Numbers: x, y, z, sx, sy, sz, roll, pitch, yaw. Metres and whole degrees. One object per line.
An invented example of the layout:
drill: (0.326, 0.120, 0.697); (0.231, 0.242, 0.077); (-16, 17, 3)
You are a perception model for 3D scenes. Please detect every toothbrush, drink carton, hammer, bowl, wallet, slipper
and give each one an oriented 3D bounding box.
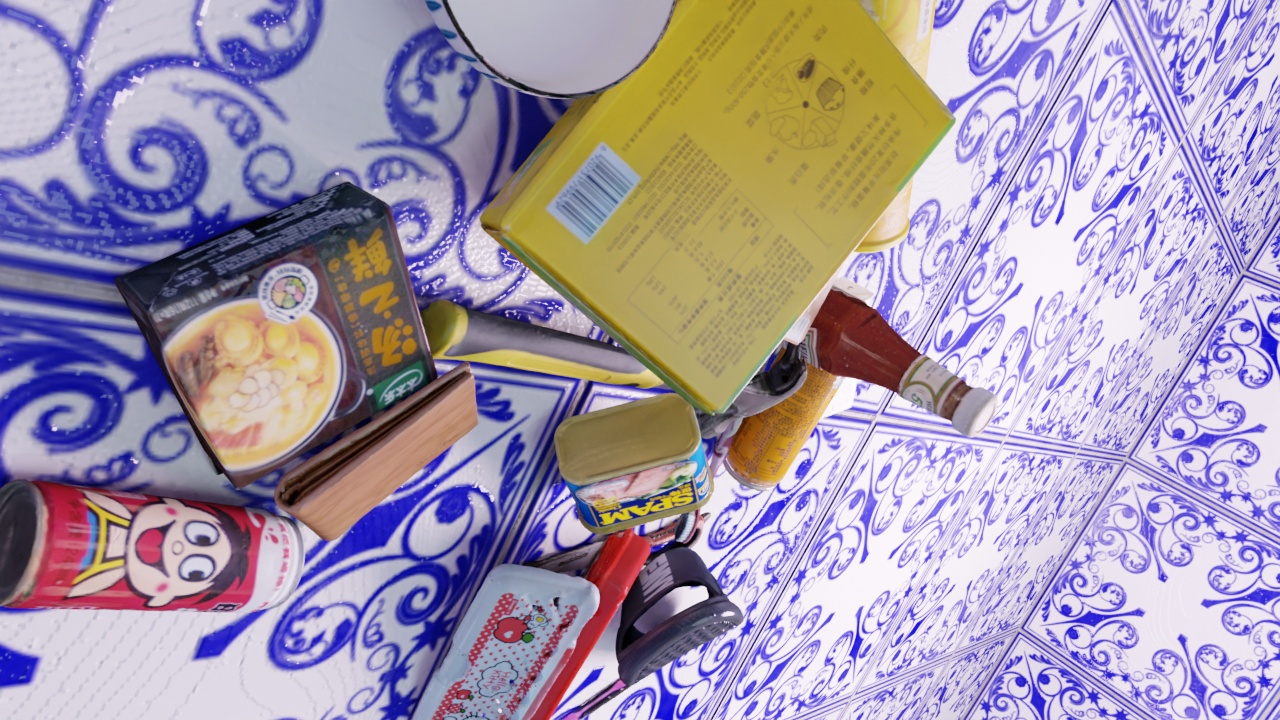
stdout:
toothbrush: (-0.022, 0.318, 0.889); (0.188, 0.014, 0.018); (-24, 146, -36)
drink carton: (0.165, -0.009, 0.814); (0.053, 0.045, 0.123); (-19, 130, -27)
hammer: (-0.004, 0.004, 0.607); (0.126, 0.031, 0.322); (-31, 152, 34)
bowl: (-0.047, -0.177, 0.406); (0.116, 0.066, 0.116); (-11, 112, -29)
wallet: (-0.135, 0.051, 0.496); (0.115, 0.020, 0.101); (-37, 170, -17)
toothbrush: (0.068, 0.068, 0.772); (0.017, 0.016, 0.187); (18, 96, -51)
slipper: (0.022, 0.217, 0.795); (0.110, 0.083, 0.268); (-31, 164, -4)

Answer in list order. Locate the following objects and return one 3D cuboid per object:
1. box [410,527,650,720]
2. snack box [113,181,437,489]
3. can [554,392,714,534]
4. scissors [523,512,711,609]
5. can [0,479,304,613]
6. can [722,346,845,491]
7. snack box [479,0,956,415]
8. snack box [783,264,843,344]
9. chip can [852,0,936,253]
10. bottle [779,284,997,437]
box: (-0.076, 0.216, 0.677); (0.154, 0.074, 0.202); (-5, 133, -45)
snack box: (-0.164, -0.006, 0.440); (0.113, 0.053, 0.126); (-32, 133, -29)
can: (-0.004, 0.072, 0.638); (0.102, 0.057, 0.083); (-15, 147, 1)
scissors: (-0.012, 0.150, 0.766); (0.225, 0.015, 0.189); (-50, 144, -6)
can: (-0.229, 0.091, 0.433); (0.132, 0.053, 0.053); (24, 98, -54)
can: (0.123, 0.041, 0.777); (0.058, 0.058, 0.146); (-11, 137, -44)
snack box: (0.042, -0.101, 0.486); (0.157, 0.070, 0.210); (40, 87, -21)
snack box: (0.068, -0.071, 0.610); (0.092, 0.094, 0.077); (16, 104, -53)
chip can: (0.167, -0.182, 0.657); (0.071, 0.072, 0.214); (-35, 140, -26)
bottle: (0.162, -0.010, 0.673); (0.059, 0.206, 0.060); (-30, 138, -31)
